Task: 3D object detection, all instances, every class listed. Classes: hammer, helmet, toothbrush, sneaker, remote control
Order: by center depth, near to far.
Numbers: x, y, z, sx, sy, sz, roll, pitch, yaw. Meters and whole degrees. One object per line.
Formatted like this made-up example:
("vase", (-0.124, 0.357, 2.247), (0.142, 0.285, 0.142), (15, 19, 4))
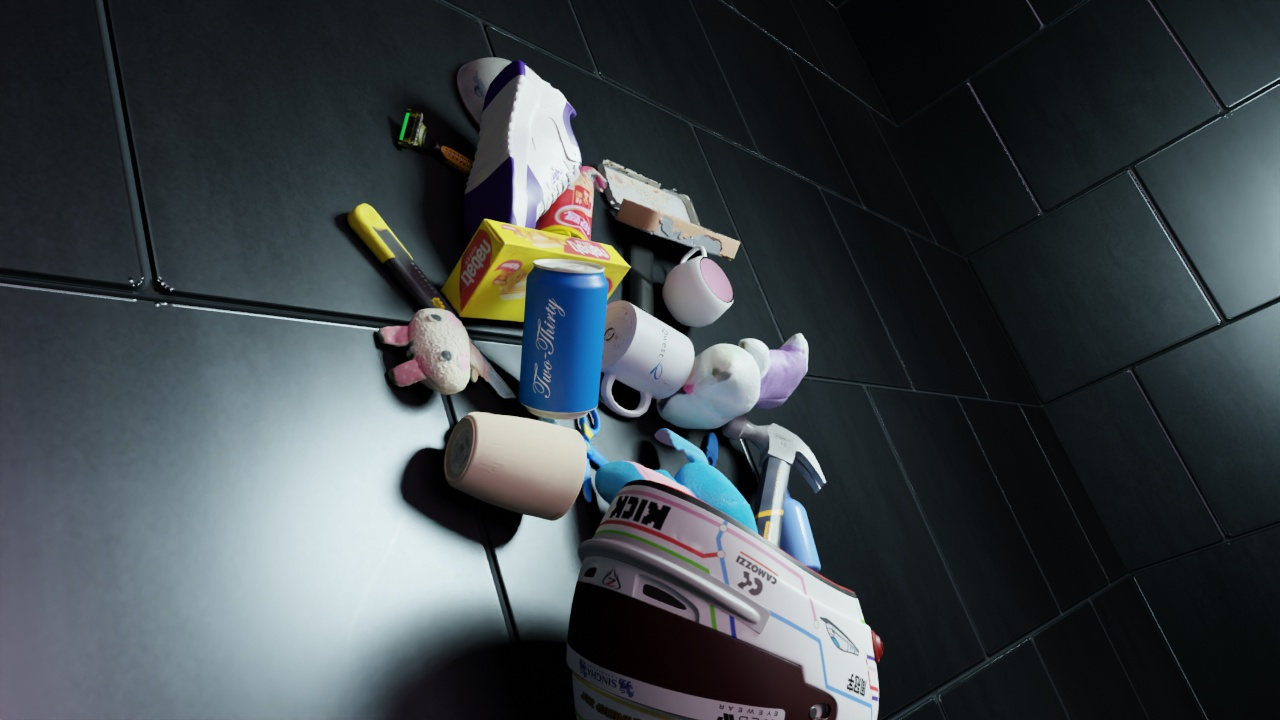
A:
("helmet", (0.059, 0.261, 0.747), (0.314, 0.231, 0.235), (36, 69, -38))
("sneaker", (-0.120, -0.203, 1.011), (0.111, 0.092, 0.243), (22, 62, -39))
("hammer", (0.142, 0.197, 1.084), (0.139, 0.035, 0.311), (23, 44, -4))
("toothbrush", (0.080, 0.129, 1.104), (0.021, 0.016, 0.132), (48, 33, -20))
("remote control", (0.002, -0.107, 1.198), (0.045, 0.021, 0.140), (37, 36, -33))

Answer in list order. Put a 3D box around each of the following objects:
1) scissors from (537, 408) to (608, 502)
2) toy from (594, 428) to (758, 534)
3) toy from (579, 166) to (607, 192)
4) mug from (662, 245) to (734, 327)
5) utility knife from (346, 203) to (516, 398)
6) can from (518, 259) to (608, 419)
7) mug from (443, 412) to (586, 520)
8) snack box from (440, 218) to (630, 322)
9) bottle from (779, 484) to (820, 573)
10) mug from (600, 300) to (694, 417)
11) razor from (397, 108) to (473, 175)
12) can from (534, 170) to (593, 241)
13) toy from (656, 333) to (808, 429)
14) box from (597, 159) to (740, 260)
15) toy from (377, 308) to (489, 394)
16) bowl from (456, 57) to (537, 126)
("scissors", (-0.061, 0.086, 0.943), (0.130, 0.014, 0.125), (25, 44, -42))
("toy", (0.037, 0.156, 0.952), (0.191, 0.099, 0.223), (10, 50, -39))
("toy", (-0.096, -0.227, 1.149), (0.065, 0.050, 0.102), (33, 24, 31))
("mug", (0.072, -0.103, 1.238), (0.090, 0.076, 0.123), (31, 40, -37))
("utility knife", (-0.195, -0.051, 0.875), (0.233, 0.020, 0.028), (52, 34, -13))
("can", (-0.075, -0.021, 0.893), (0.078, 0.079, 0.146), (-17, 117, -58))
("mug", (-0.118, 0.082, 0.814), (0.104, 0.085, 0.111), (18, 20, -32))
("snack box", (-0.104, -0.085, 0.953), (0.042, 0.092, 0.200), (49, 25, 27))
("bottle", (0.188, 0.206, 1.156), (0.048, 0.048, 0.131), (24, 45, -43))
("mug", (-0.006, 0.006, 1.042), (0.096, 0.083, 0.119), (28, 71, -40))
("razor", (-0.201, -0.221, 1.010), (0.144, 0.021, 0.044), (27, 62, -40))
("can", (-0.090, -0.165, 1.074), (0.066, 0.067, 0.124), (36, 37, -32))
("toy", (0.118, 0.030, 1.126), (0.208, 0.138, 0.085), (-10, 68, -47))
("box", (0.038, -0.209, 1.313), (0.216, 0.071, 0.156), (8, 45, -52))
("toy", (-0.179, -0.008, 0.829), (0.112, 0.050, 0.087), (3, 55, -34))
("bowl", (-0.150, -0.323, 1.133), (0.150, 0.057, 0.150), (34, 35, -29))
